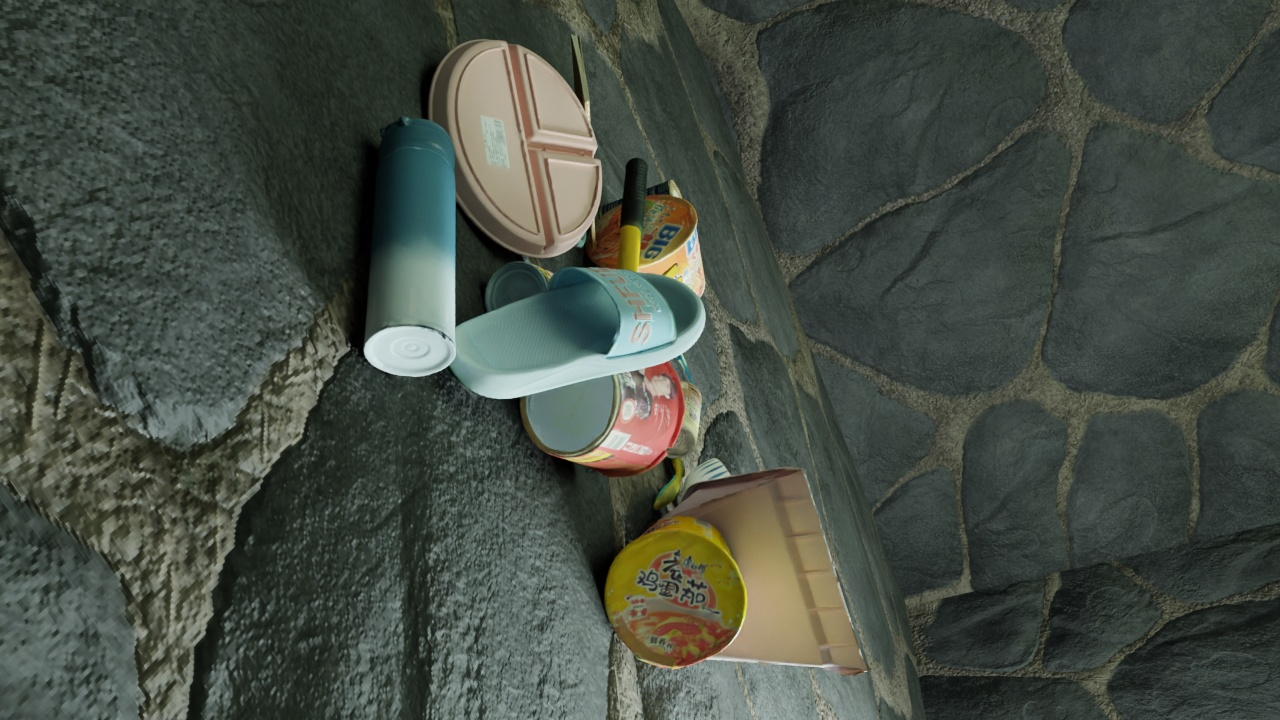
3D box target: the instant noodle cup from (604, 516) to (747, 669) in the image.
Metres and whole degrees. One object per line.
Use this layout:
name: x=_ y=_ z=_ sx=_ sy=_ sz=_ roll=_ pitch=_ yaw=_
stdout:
instant noodle cup: x=0.039 y=0.225 z=0.936 sx=0.109 sy=0.138 sz=0.138 roll=-37 pitch=108 yaw=-82

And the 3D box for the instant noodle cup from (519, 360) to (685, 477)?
instant noodle cup: x=-0.040 y=0.041 z=0.875 sx=0.108 sy=0.138 sz=0.137 roll=17 pitch=56 yaw=-62

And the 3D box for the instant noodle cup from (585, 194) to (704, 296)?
instant noodle cup: x=0.014 y=-0.130 z=1.211 sx=0.151 sy=0.151 sz=0.111 roll=-90 pitch=163 yaw=-47

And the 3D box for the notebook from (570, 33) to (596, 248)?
notebook: x=-0.068 y=-0.266 z=1.127 sx=0.212 sy=0.012 sz=0.149 roll=90 pitch=-8 yaw=-48

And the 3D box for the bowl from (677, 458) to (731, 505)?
bowl: x=0.089 y=0.192 z=1.194 sx=0.116 sy=0.066 sz=0.116 roll=160 pitch=-90 yaw=-78

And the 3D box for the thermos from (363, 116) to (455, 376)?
thermos: x=-0.172 y=-0.094 z=0.702 sx=0.070 sy=0.070 sz=0.220 roll=49 pitch=28 yaw=-51

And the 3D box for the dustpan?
dustpan: x=0.132 y=0.228 z=1.046 sx=0.138 sy=0.274 sz=0.222 roll=-16 pitch=91 yaw=-56

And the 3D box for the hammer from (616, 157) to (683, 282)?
hammer: x=-0.011 y=-0.159 z=1.141 sx=0.300 sy=0.129 sz=0.033 roll=-87 pitch=162 yaw=-46

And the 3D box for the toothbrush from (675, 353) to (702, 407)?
toothbrush: x=0.055 y=-0.012 z=1.429 sx=0.191 sy=0.018 sz=0.016 roll=66 pitch=18 yaw=-10

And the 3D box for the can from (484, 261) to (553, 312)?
can: x=-0.100 y=-0.055 z=0.886 sx=0.093 sy=0.067 sz=0.066 roll=16 pitch=57 yaw=-70

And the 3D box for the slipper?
slipper: x=-0.053 y=-0.037 z=0.788 sx=0.104 sy=0.244 sz=0.074 roll=49 pitch=-39 yaw=32

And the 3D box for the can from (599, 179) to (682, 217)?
can: x=0.007 y=-0.204 z=1.304 sx=0.075 sy=0.111 sz=0.075 roll=-18 pitch=90 yaw=-73

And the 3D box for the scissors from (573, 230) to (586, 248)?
scissors: x=-0.082 y=-0.191 z=1.045 sx=0.170 sy=0.019 sz=0.181 roll=64 pitch=14 yaw=-60

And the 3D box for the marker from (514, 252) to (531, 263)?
marker: x=-0.131 y=-0.122 z=0.952 sx=0.018 sy=0.015 sz=0.124 roll=-82 pitch=152 yaw=-55

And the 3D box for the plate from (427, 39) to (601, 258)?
plate: x=-0.117 y=-0.218 z=0.933 sx=0.229 sy=0.028 sz=0.229 roll=18 pitch=67 yaw=-47

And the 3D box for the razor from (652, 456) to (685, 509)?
razor: x=0.038 y=0.157 z=1.176 sx=0.132 sy=0.028 sz=0.043 roll=-53 pitch=126 yaw=-68

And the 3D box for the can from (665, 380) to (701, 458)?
can: x=0.050 y=0.078 z=1.237 sx=0.116 sy=0.059 sz=0.058 roll=-75 pitch=143 yaw=-61

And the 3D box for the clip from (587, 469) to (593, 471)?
clip: x=-0.040 y=0.109 z=0.982 sx=0.041 sy=0.026 sz=0.058 roll=68 pitch=12 yaw=15
